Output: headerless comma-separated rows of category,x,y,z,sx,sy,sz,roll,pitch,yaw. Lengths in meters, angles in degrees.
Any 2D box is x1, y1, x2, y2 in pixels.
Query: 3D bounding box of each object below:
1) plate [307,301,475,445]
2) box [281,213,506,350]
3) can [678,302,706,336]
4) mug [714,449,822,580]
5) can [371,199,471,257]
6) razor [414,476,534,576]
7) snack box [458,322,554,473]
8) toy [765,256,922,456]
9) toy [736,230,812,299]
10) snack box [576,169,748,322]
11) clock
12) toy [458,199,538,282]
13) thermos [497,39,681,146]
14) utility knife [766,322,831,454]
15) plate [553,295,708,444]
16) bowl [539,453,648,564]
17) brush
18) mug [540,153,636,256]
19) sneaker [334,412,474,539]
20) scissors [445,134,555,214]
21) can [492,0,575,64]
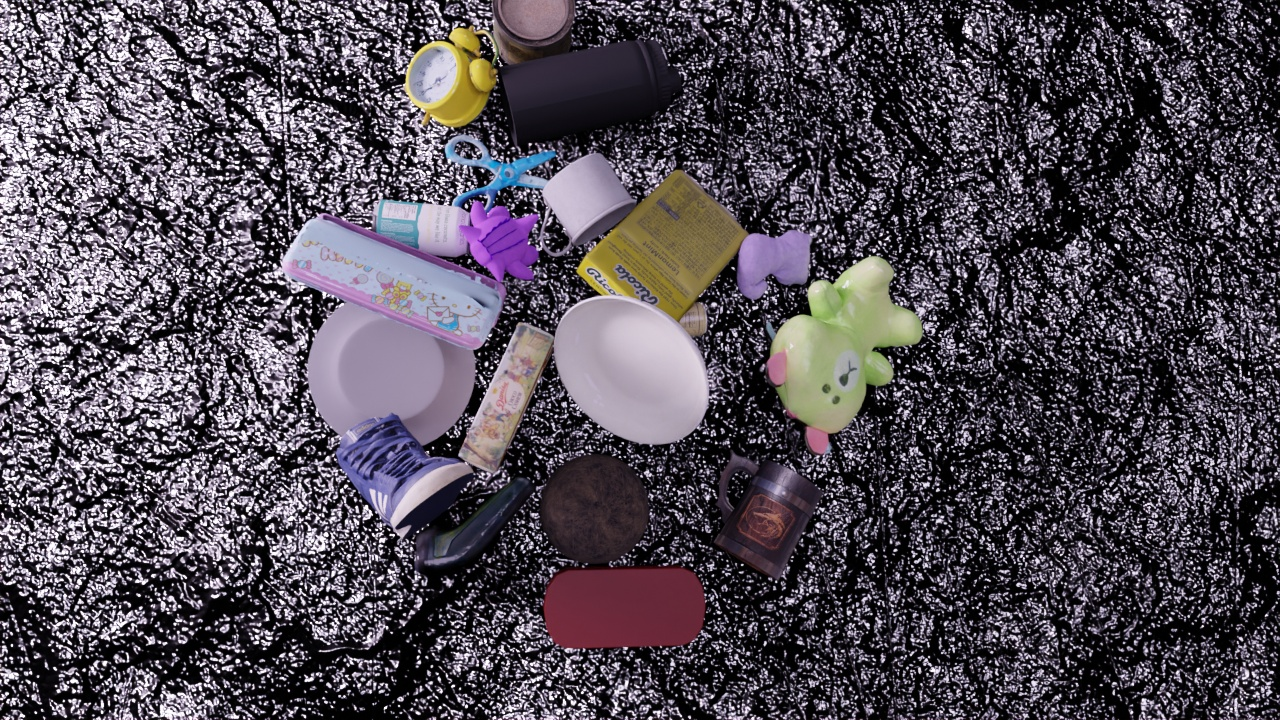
plate,-0.271,0.010,1.000,0.178,0.012,0.178,1,85,-8
box,-0.254,-0.069,0.957,0.214,0.090,0.091,22,62,-6
can,0.032,-0.044,1.033,0.079,0.038,0.038,-5,86,-8
mug,0.127,0.167,1.016,0.116,0.080,0.107,27,80,22
can,-0.236,-0.143,0.996,0.101,0.055,0.055,4,85,-7
razor,-0.180,0.175,0.983,0.151,0.054,0.067,-43,83,-14
snack box,-0.137,0.042,0.949,0.041,0.143,0.147,25,82,-5
toy,0.215,-0.012,1.022,0.196,0.107,0.150,-40,112,-8
toy,0.152,-0.109,1.048,0.099,0.036,0.080,-3,108,-29
snack box,0.029,-0.119,1.014,0.121,0.045,0.180,42,60,-2
clock,-0.199,-0.308,0.995,0.119,0.057,0.083,-34,71,18
toy,-0.148,-0.128,0.984,0.106,0.056,0.087,54,43,-6
thermos,-0.051,-0.302,1.019,0.198,0.086,0.086,-15,87,-9
utility knife,0.183,0.031,1.060,0.022,0.015,0.167,-19,86,-33
plate,-0.006,0.006,0.976,0.182,0.183,0.034,43,43,-2
bowl,-0.047,0.163,0.995,0.121,0.056,0.121,1,85,-8
brush,-0.018,0.266,0.998,0.173,0.042,0.082,1,85,-8
mug,-0.069,-0.169,1.008,0.113,0.084,0.070,-33,88,-5
sneaker,-0.236,0.097,0.893,0.091,0.233,0.118,-35,85,-20
scissors,-0.156,-0.198,1.035,0.140,0.013,0.118,12,83,-8
can,-0.119,-0.378,1.021,0.090,0.075,0.090,1,85,-8
